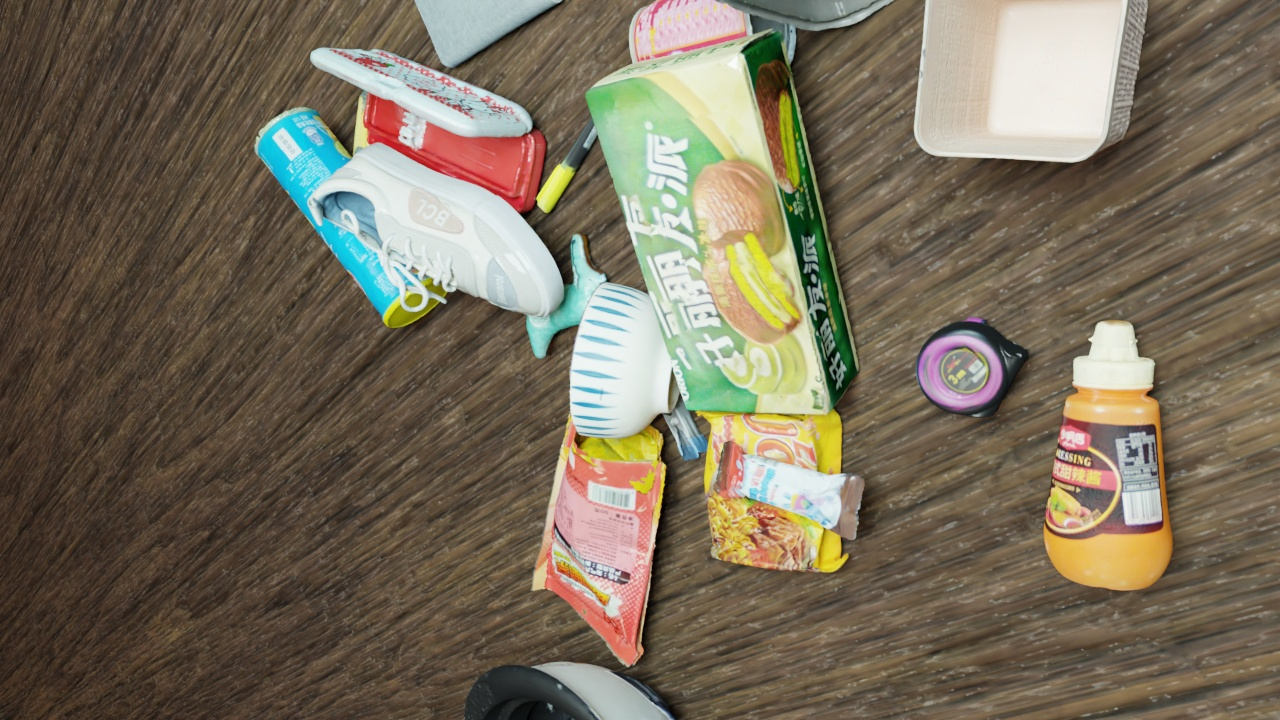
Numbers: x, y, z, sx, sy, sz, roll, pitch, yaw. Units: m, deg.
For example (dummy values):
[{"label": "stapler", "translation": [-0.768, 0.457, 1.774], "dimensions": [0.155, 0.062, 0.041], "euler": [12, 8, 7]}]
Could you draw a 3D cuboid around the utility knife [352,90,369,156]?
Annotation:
[{"label": "utility knife", "translation": [-0.268, -0.176, 0.888], "dimensions": [0.031, 0.019, 0.183], "euler": [30, 123, 32]}]

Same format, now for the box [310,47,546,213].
[{"label": "box", "translation": [-0.182, -0.191, 0.763], "dimensions": [0.201, 0.100, 0.094], "euler": [29, 118, 28]}]

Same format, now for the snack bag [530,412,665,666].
[{"label": "snack bag", "translation": [-0.034, 0.146, 0.774], "dimensions": [0.129, 0.073, 0.208], "euler": [29, 123, 32]}]

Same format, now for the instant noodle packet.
[{"label": "instant noodle packet", "translation": [0.094, 0.091, 0.672], "dimensions": [0.111, 0.044, 0.128], "euler": [1, 103, 32]}]

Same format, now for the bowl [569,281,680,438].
[{"label": "bowl", "translation": [-0.004, 0.004, 0.682], "dimensions": [0.066, 0.116, 0.116], "euler": [10, 110, 13]}]

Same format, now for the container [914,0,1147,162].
[{"label": "container", "translation": [0.208, -0.152, 0.475], "dimensions": [0.090, 0.110, 0.090], "euler": [12, 109, 34]}]

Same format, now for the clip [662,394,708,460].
[{"label": "clip", "translation": [0.032, 0.051, 0.719], "dimensions": [0.037, 0.025, 0.058], "euler": [-35, 76, 30]}]

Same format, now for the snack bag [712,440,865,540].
[{"label": "snack bag", "translation": [0.100, 0.087, 0.626], "dimensions": [0.105, 0.026, 0.045], "euler": [14, 100, 25]}]

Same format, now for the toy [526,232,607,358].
[{"label": "toy", "translation": [-0.059, -0.054, 0.756], "dimensions": [0.092, 0.030, 0.096], "euler": [-7, 91, 33]}]

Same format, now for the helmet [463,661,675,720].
[{"label": "helmet", "translation": [-0.032, 0.375, 0.775], "dimensions": [0.231, 0.156, 0.274], "euler": [-15, 83, 40]}]

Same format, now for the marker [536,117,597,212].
[{"label": "marker", "translation": [-0.049, -0.167, 0.721], "dimensions": [0.015, 0.018, 0.124], "euler": [46, 124, 11]}]

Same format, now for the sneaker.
[{"label": "sneaker", "translation": [-0.172, -0.096, 0.739], "dimensions": [0.242, 0.090, 0.090], "euler": [32, 146, 24]}]

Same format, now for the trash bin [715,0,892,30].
[{"label": "trash bin", "translation": [0.098, -0.324, 0.466], "dimensions": [0.200, 0.198, 0.219], "euler": [-25, 82, 39]}]

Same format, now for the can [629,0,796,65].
[{"label": "can", "translation": [0.047, -0.214, 0.606], "dimensions": [0.094, 0.066, 0.066], "euler": [0, 102, 36]}]

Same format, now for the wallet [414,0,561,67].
[{"label": "wallet", "translation": [-0.129, -0.309, 0.731], "dimensions": [0.130, 0.036, 0.106], "euler": [-14, 105, 39]}]

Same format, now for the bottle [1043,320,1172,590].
[{"label": "bottle", "translation": [0.268, 0.052, 0.524], "dimensions": [0.067, 0.066, 0.149], "euler": [3, 98, 36]}]

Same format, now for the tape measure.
[{"label": "tape measure", "translation": [0.203, 0.004, 0.569], "dimensions": [0.058, 0.039, 0.057], "euler": [27, 117, 23]}]

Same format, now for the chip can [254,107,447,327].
[{"label": "chip can", "translation": [-0.265, -0.132, 0.846], "dimensions": [0.210, 0.071, 0.071], "euler": [51, 126, 8]}]

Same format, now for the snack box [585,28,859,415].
[{"label": "snack box", "translation": [0.059, -0.079, 0.600], "dimensions": [0.115, 0.063, 0.240], "euler": [0, 120, 36]}]
